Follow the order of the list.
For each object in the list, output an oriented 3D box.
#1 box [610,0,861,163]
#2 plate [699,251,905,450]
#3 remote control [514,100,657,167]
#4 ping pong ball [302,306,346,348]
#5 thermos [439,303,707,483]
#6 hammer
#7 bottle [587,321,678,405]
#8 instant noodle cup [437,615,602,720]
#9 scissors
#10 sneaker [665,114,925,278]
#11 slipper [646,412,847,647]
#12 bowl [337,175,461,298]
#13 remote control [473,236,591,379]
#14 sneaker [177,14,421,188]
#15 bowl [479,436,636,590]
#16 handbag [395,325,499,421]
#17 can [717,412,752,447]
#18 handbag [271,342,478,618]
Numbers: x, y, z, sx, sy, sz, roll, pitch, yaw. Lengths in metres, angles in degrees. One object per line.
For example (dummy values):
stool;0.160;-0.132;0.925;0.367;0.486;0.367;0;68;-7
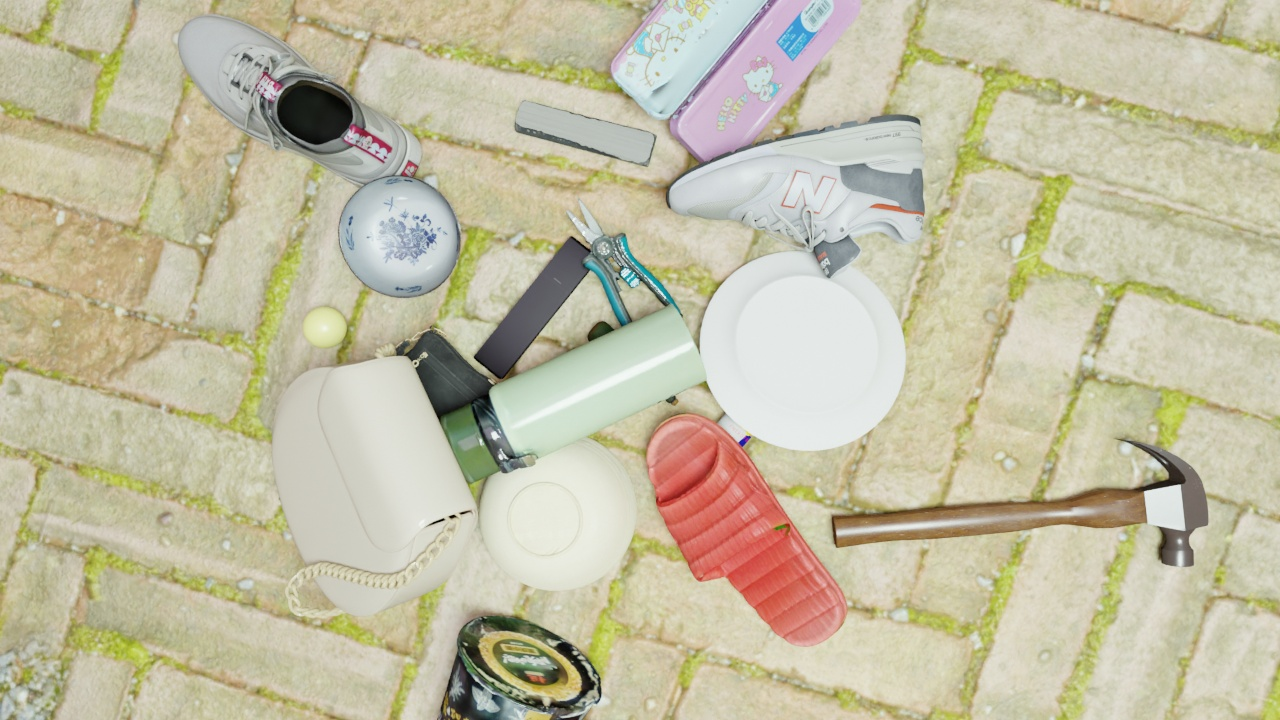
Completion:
box;0.088;-0.294;0.832;0.151;0.035;0.214;39;91;-19
plate;0.149;-0.014;0.829;0.188;0.016;0.188;1;75;-3
remote control;-0.054;-0.218;0.878;0.136;0.013;0.033;16;90;3
ping pong ball;-0.302;-0.031;0.877;0.040;0.040;0.040;0;88;4
thermos;-0.060;0.035;0.802;0.231;0.082;0.082;-25;86;-4
hammer;0.337;0.139;0.827;0.323;0.033;0.115;-6;89;5
bottle;-0.005;0.005;0.860;0.106;0.025;0.025;42;91;5
instant noodle cup;-0.117;0.312;0.811;0.137;0.137;0.112;25;99;5
scissors;-0.016;-0.081;0.861;0.148;0.019;0.123;16;92;-5
sneaker;0.151;-0.133;0.822;0.240;0.089;0.124;-16;84;0
slipper;0.087;0.160;0.815;0.104;0.059;0.249;-36;92;25
bowl;-0.221;-0.117;0.866;0.114;0.045;0.114;0;101;2
remote control;-0.099;-0.050;0.875;0.034;0.013;0.150;39;91;1
sneaker;-0.334;-0.246;0.844;0.263;0.128;0.097;32;90;7
bowl;-0.081;0.141;0.837;0.151;0.075;0.150;0;88;4
handbag;-0.182;0.027;0.858;0.128;0.054;0.079;40;93;7
can;0.096;0.054;0.847;0.032;0.032;0.095;41;91;5
handbag;-0.242;0.108;0.787;0.209;0.103;0.210;-39;73;41
